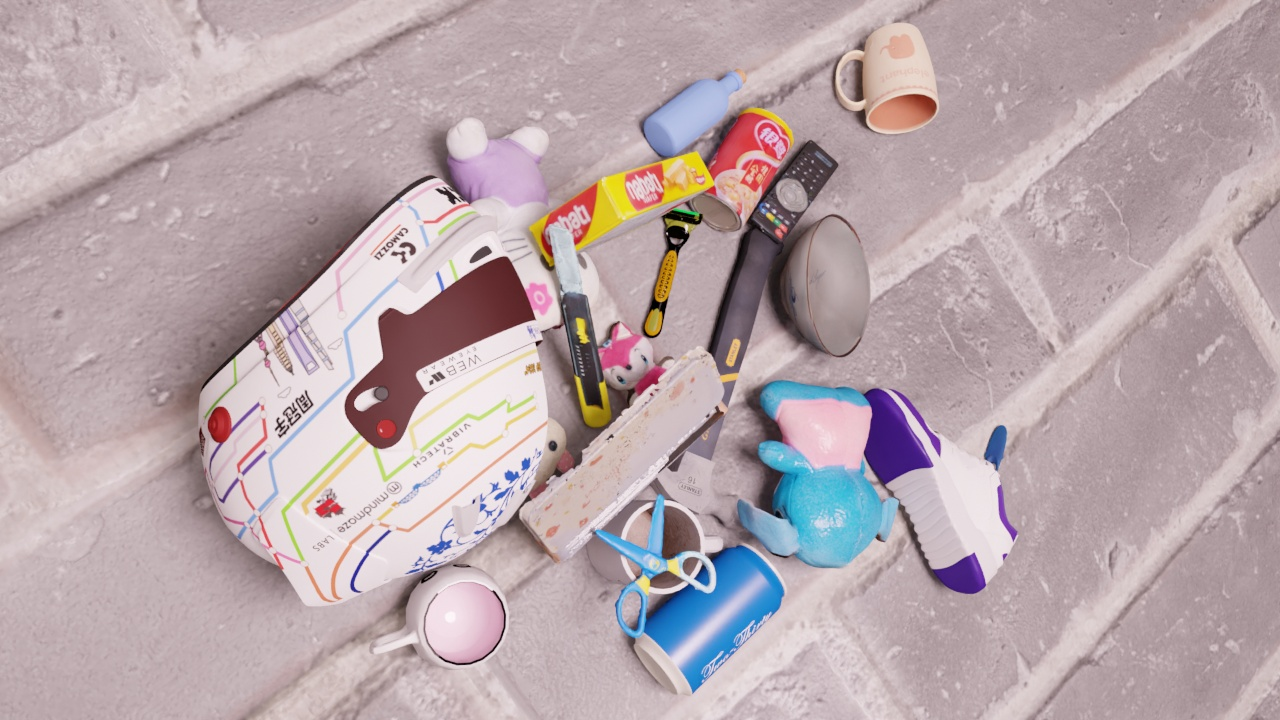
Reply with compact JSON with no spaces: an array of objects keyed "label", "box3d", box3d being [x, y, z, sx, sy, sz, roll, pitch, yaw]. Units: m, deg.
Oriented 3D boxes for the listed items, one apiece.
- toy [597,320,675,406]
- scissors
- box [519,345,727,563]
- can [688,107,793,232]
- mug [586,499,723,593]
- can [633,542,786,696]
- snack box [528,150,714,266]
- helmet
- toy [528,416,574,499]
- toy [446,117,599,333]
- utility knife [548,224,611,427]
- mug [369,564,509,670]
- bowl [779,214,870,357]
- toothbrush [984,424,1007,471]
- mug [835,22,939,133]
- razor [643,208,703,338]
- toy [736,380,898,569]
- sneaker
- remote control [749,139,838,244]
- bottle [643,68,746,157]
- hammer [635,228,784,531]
[{"label":"toy","box3d":[-0.005,0.005,0.905,0.102,0.050,0.065,40,76,8]},{"label":"scissors","box3d":[0.016,0.182,0.811,0.130,0.014,0.125,11,80,-23]},{"label":"box","box3d":[-0.012,0.090,0.826,0.216,0.157,0.071,-41,64,-15]},{"label":"can","box3d":[0.107,-0.203,0.977,0.066,0.067,0.124,36,72,-13]},{"label":"mug","box3d":[0.020,0.174,0.875,0.119,0.096,0.083,2,82,-21]},{"label":"can","box3d":[0.068,0.251,0.893,0.145,0.079,0.079,-38,97,-21]},{"label":"snack box","box3d":[-0.013,-0.146,0.859,0.042,0.092,0.200,61,33,-4]},{"label":"helmet","box3d":[-0.187,0.041,0.729,0.314,0.231,0.236,-44,91,2]},{"label":"toy","box3d":[-0.109,0.088,0.867,0.087,0.050,0.112,-46,105,-21]},{"label":"toy","box3d":[-0.117,-0.121,0.863,0.137,0.086,0.209,-10,78,-53]},{"label":"utility knife","box3d":[-0.056,-0.026,0.837,0.029,0.020,0.234,-12,130,-3]},{"label":"mug","box3d":[-0.176,0.230,0.802,0.123,0.076,0.090,-15,88,-22]},{"label":"bowl","box3d":[0.191,-0.078,0.987,0.150,0.057,0.150,4,85,-51]},{"label":"toothbrush","box3d":[0.409,0.136,1.075,0.016,0.021,0.132,36,68,-50]},{"label":"mug","box3d":[0.282,-0.328,1.063,0.111,0.085,0.104,-3,72,7]},{"label":"razor","box3d":[0.028,-0.091,0.956,0.044,0.021,0.144,14,77,6]},{"label":"toy","box3d":[0.197,0.116,0.944,0.223,0.099,0.191,5,78,-33]},{"label":"sneaker","box3d":[0.338,0.125,1.011,0.111,0.092,0.244,-28,91,-27]},{"label":"remote control","box3d":[0.170,-0.186,1.013,0.045,0.021,0.140,40,61,-4]},{"label":"bottle","box3d":[0.064,-0.271,0.980,0.131,0.048,0.048,-41,98,-21]},{"label":"hammer","box3d":[0.092,0.008,0.962,0.139,0.035,0.312,23,75,-15]}]
